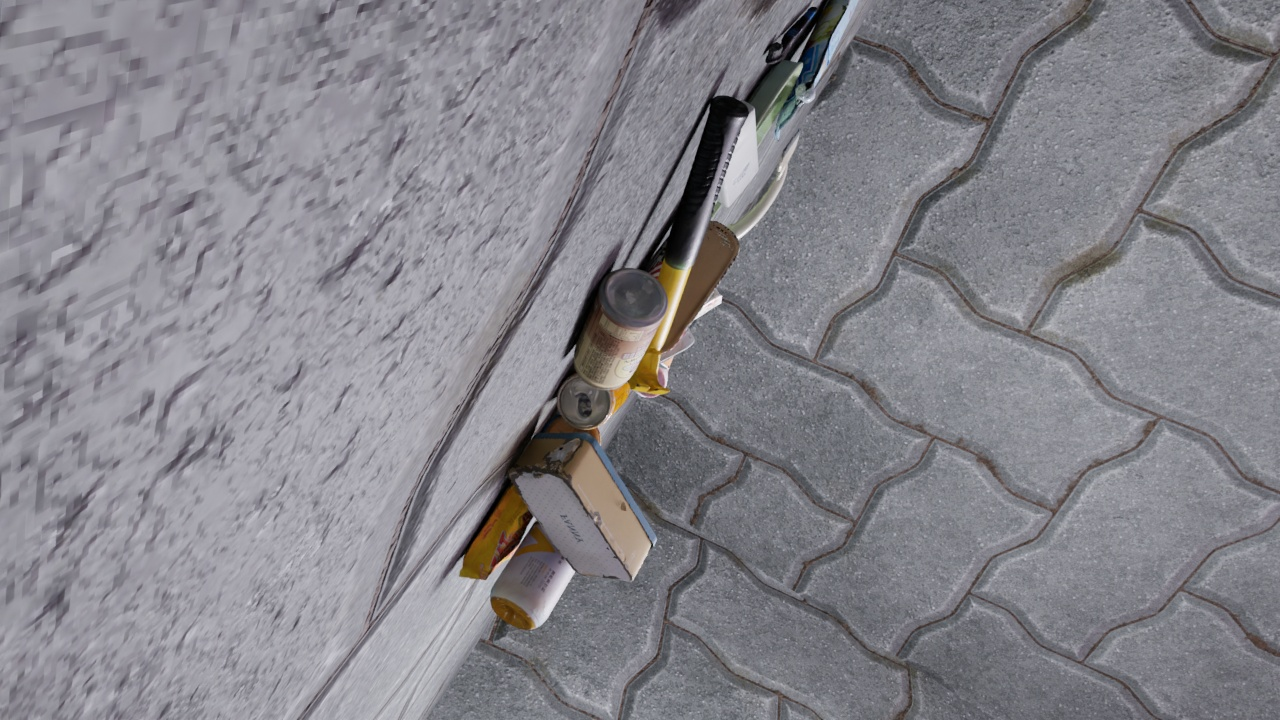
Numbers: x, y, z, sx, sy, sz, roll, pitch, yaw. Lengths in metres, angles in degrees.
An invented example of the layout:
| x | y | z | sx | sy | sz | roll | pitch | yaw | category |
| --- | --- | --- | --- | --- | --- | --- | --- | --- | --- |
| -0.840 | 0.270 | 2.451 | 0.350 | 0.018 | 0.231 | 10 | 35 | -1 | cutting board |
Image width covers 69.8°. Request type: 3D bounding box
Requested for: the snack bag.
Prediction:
| x | y | z | sx | sy | sz | roll | pitch | yaw | category |
| --- | --- | --- | --- | --- | --- | --- | --- | --- | --- |
| 0.218 | -0.374 | 1.149 | 0.190 | 0.039 | 0.110 | -64 | -167 | -16 | snack bag |

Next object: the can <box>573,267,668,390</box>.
| x | y | z | sx | sy | sz | roll | pitch | yaw | category |
| --- | --- | --- | --- | --- | --- | --- | --- | --- | --- |
| -0.019 | -0.025 | 0.784 | 0.058 | 0.058 | 0.117 | -56 | 177 | -33 | can |

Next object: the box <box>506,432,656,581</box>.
| x | y | z | sx | sy | sz | roll | pitch | yaw | category |
| --- | --- | --- | --- | --- | --- | --- | --- | --- | --- |
| -0.055 | 0.156 | 0.944 | 0.062 | 0.090 | 0.184 | -59 | 134 | -37 | box |

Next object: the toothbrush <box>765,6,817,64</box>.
| x | y | z | sx | sy | sz | roll | pitch | yaw | category |
| --- | --- | --- | --- | --- | --- | --- | --- | --- | --- |
| 0.156 | -0.336 | 0.934 | 0.189 | 0.014 | 0.016 | -56 | 153 | -48 | toothbrush |

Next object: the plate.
| x | y | z | sx | sy | sz | roll | pitch | yaw | category |
| --- | --- | --- | --- | --- | --- | --- | --- | --- | --- |
| 0.116 | -0.247 | 1.064 | 0.230 | 0.027 | 0.230 | -58 | 178 | -4 | plate |

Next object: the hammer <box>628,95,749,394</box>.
| x | y | z | sx | sy | sz | roll | pitch | yaw | category |
| --- | --- | --- | --- | --- | --- | --- | --- | --- | --- |
| 0.035 | -0.089 | 0.811 | 0.128 | 0.033 | 0.302 | -92 | -165 | -49 | hammer |

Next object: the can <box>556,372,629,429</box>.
| x | y | z | sx | sy | sz | roll | pitch | yaw | category |
| --- | --- | --- | --- | --- | --- | --- | --- | --- | --- |
| -0.047 | 0.034 | 0.963 | 0.058 | 0.058 | 0.146 | -58 | 177 | 7 | can |

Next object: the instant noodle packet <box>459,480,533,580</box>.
| x | y | z | sx | sy | sz | roll | pitch | yaw | category |
| --- | --- | --- | --- | --- | --- | --- | --- | --- | --- |
| -0.145 | 0.178 | 1.010 | 0.128 | 0.044 | 0.110 | -58 | 173 | 8 | instant noodle packet |

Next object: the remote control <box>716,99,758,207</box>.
| x | y | z | sx | sy | sz | roll | pitch | yaw | category |
| --- | --- | --- | --- | --- | --- | --- | --- | --- | --- |
| 0.093 | -0.203 | 0.910 | 0.056 | 0.019 | 0.135 | -51 | 164 | -5 | remote control |

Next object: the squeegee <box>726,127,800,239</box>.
| x | y | z | sx | sy | sz | roll | pitch | yaw | category |
| --- | --- | --- | --- | --- | --- | --- | --- | --- | --- |
| 0.107 | -0.159 | 1.084 | 0.247 | 0.039 | 0.246 | -46 | -176 | 23 | squeegee |

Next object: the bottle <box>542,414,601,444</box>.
| x | y | z | sx | sy | sz | roll | pitch | yaw | category |
| --- | --- | --- | --- | --- | --- | --- | --- | --- | --- |
| -0.080 | 0.102 | 1.087 | 0.065 | 0.065 | 0.219 | -58 | 178 | -8 | bottle |

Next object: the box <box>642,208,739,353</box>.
| x | y | z | sx | sy | sz | roll | pitch | yaw | category |
| --- | --- | --- | --- | --- | --- | --- | --- | --- | --- |
| 0.045 | -0.085 | 0.985 | 0.162 | 0.086 | 0.075 | -57 | -160 | -4 | box |

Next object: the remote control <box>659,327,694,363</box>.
| x | y | z | sx | sy | sz | roll | pitch | yaw | category |
| --- | --- | --- | --- | --- | --- | --- | --- | --- | --- |
| -0.006 | 0.006 | 1.058 | 0.150 | 0.021 | 0.058 | -27 | -173 | 19 | remote control |

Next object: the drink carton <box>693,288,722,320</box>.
| x | y | z | sx | sy | sz | roll | pitch | yaw | category |
| --- | --- | --- | --- | --- | --- | --- | --- | --- | --- |
| 0.035 | -0.059 | 1.096 | 0.122 | 0.045 | 0.053 | -31 | 176 | 2 | drink carton |

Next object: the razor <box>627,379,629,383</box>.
| x | y | z | sx | sy | sz | roll | pitch | yaw | category |
| --- | --- | --- | --- | --- | --- | --- | --- | --- | --- |
| -0.022 | -0.013 | 0.950 | 0.143 | 0.022 | 0.042 | 63 | 31 | -65 | razor |

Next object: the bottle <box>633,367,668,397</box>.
| x | y | z | sx | sy | sz | roll | pitch | yaw | category |
| --- | --- | --- | --- | --- | --- | --- | --- | --- | --- |
| 0.006 | 0.014 | 1.286 | 0.068 | 0.068 | 0.197 | -58 | -172 | 5 | bottle |

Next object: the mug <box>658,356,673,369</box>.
| x | y | z | sx | sy | sz | roll | pitch | yaw | category |
| --- | --- | --- | --- | --- | --- | --- | --- | --- | --- |
| 0.028 | -0.060 | 1.168 | 0.122 | 0.078 | 0.078 | -63 | 178 | -4 | mug |

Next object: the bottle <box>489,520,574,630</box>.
| x | y | z | sx | sy | sz | roll | pitch | yaw | category |
| --- | --- | --- | --- | --- | --- | --- | --- | --- | --- |
| -0.095 | 0.206 | 1.019 | 0.189 | 0.068 | 0.068 | -57 | 177 | -37 | bottle |
